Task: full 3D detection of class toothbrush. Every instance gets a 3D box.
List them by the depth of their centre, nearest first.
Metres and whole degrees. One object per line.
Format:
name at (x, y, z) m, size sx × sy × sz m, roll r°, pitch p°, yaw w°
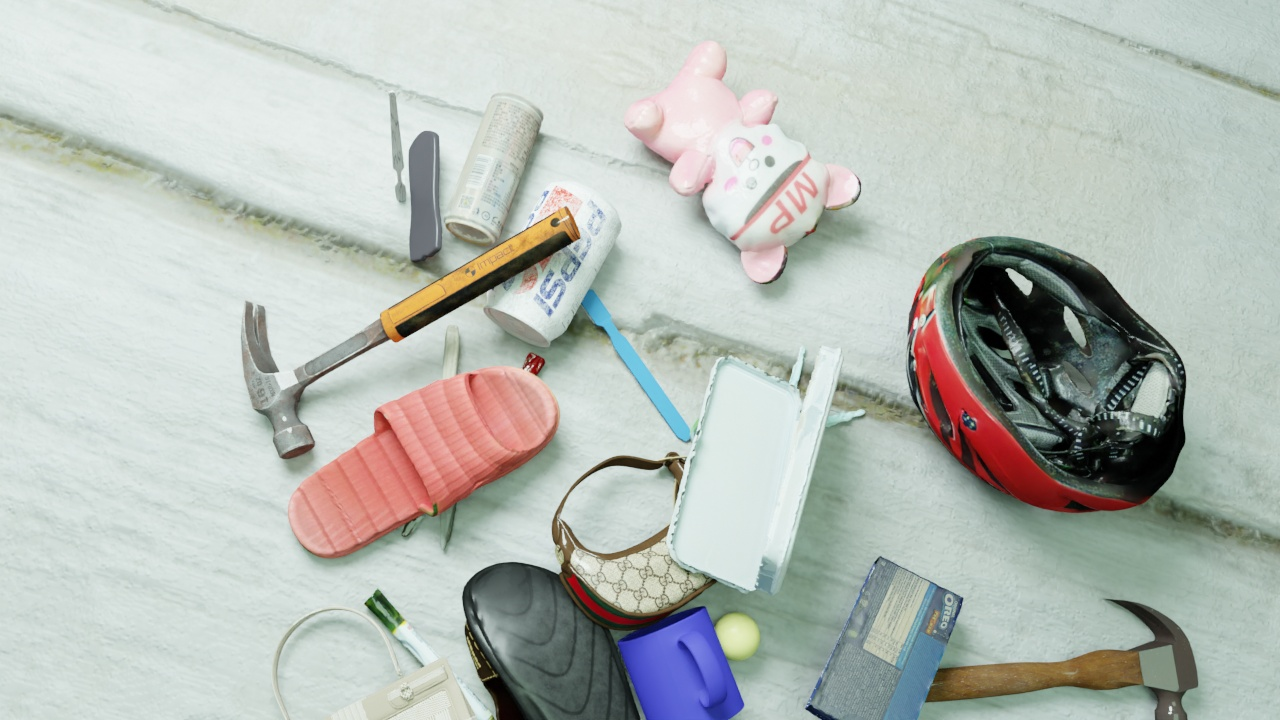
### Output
toothbrush at (-0.206, -0.180, 0.774) m, size 0.010 × 0.182 × 0.010 m, roll -5°, pitch 74°, yaw -14°
toothbrush at (-0.005, 0.005, 0.845) m, size 0.016 × 0.014 × 0.166 m, roll -35°, pitch 87°, yaw -13°

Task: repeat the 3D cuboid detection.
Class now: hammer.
hammer at (-0.197, -0.051, 0.774) m, size 0.314 × 0.035 × 0.137 m, roll -29°, pitch 79°, yaw 6°
hammer at (0.336, 0.279, 0.813) m, size 0.323 × 0.033 × 0.115 m, roll -3°, pitch 79°, yaw -7°

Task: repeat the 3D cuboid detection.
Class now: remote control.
remote control at (-0.197, -0.152, 0.843) m, size 0.009 × 0.047 × 0.124 m, roll 9°, pitch 72°, yaw -45°

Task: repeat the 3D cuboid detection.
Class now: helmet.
helmet at (0.341, 0.015, 0.801) m, size 0.272 × 0.167 × 0.216 m, roll 43°, pitch 61°, yaw -3°

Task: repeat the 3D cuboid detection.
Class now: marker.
marker at (-0.175, 0.249, 0.763) m, size 0.146 × 0.017 × 0.017 m, roll 45°, pitch 76°, yaw 5°

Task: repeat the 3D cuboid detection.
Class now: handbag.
handbag at (-0.225, 0.292, 0.731) m, size 0.175 × 0.062 × 0.198 m, roll -25°, pitch 74°, yaw -9°
handbag at (0.006, 0.142, 0.776) m, size 0.166 × 0.063 × 0.138 m, roll -25°, pitch 74°, yaw -30°

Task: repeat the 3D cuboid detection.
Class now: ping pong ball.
ping pong ball at (0.082, 0.236, 0.786) m, size 0.040 × 0.040 × 0.040 m, roll 2°, pitch 77°, yaw -7°

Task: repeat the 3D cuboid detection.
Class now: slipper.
slipper at (-0.061, 0.285, 0.742) m, size 0.112 × 0.076 × 0.267 m, roll -22°, pitch 67°, yaw -29°
slipper at (-0.186, 0.081, 0.768) m, size 0.248 × 0.059 × 0.103 m, roll -29°, pitch 81°, yaw -5°

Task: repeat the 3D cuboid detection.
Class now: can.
can at (-0.078, -0.087, 0.821) m, size 0.078 × 0.078 × 0.136 m, roll 28°, pitch 75°, yaw 0°
can at (-0.135, -0.176, 0.848) m, size 0.054 × 0.054 × 0.135 m, roll 18°, pitch 75°, yaw -3°

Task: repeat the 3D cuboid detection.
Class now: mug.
mug at (0.038, 0.252, 0.740) m, size 0.079 × 0.111 × 0.083 m, roll -18°, pitch 79°, yaw -23°

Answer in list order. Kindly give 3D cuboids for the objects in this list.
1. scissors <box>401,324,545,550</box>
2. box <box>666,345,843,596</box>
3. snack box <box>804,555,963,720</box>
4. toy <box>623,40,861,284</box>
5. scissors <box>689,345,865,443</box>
scissors at (-0.154, 0.058, 0.812) m, size 0.187 × 0.015 × 0.179 m, roll -25°, pitch 83°, yaw -12°
box at (0.085, 0.081, 0.769) m, size 0.125 × 0.107 × 0.214 m, roll 14°, pitch 57°, yaw 15°
snack box at (0.210, 0.250, 0.783) m, size 0.082 × 0.027 × 0.150 m, roll 28°, pitch 64°, yaw 14°
toy at (0.091, -0.187, 0.863) m, size 0.213 × 0.084 × 0.141 m, roll 44°, pitch 78°, yaw 6°
scissors at (0.130, 0.070, 0.847) m, size 0.171 × 0.023 × 0.167 m, roll -9°, pitch 73°, yaw -9°
